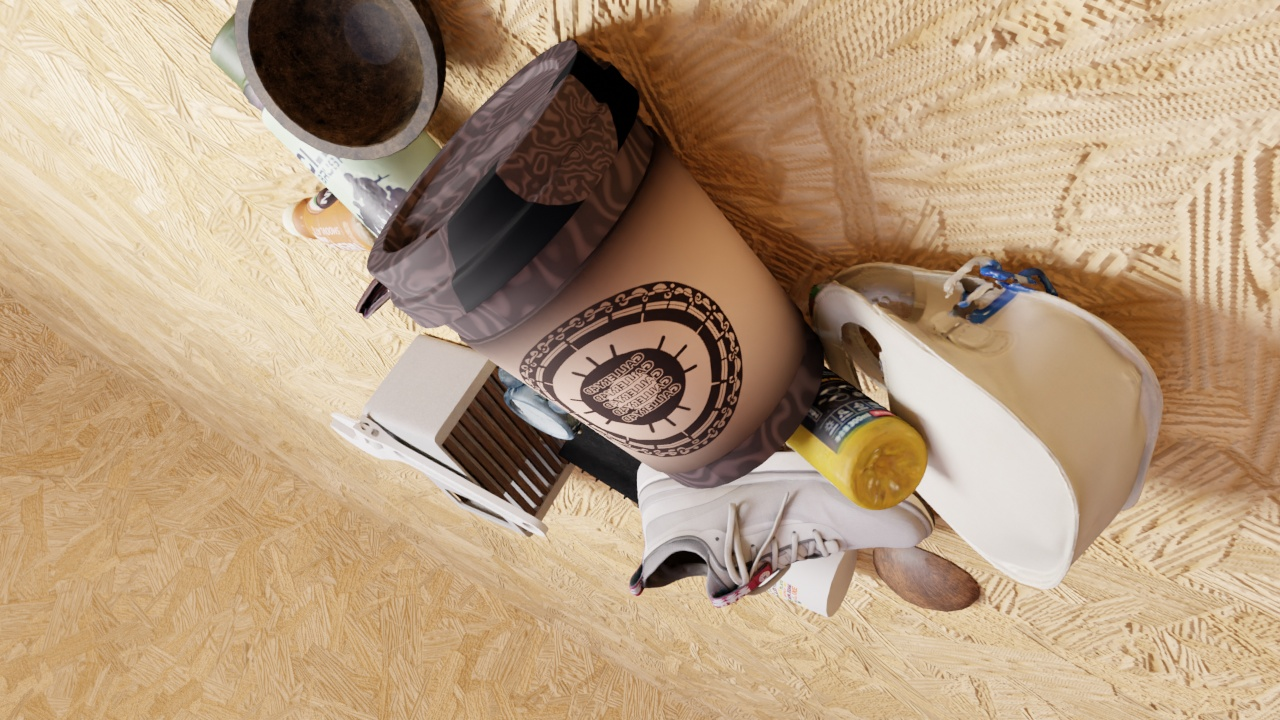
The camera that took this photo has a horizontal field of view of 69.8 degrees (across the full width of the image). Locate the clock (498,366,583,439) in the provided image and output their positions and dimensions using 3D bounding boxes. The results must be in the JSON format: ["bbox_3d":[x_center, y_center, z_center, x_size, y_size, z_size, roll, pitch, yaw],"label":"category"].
[{"bbox_3d":[-0.090,0.031,0.899,0.090,0.052,0.129,24,159,16],"label":"clock"}]

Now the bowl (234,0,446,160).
[{"bbox_3d":[-0.168,-0.187,0.543,0.121,0.056,0.121,6,126,8],"label":"bowl"}]

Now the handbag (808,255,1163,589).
[{"bbox_3d":[0.186,0.019,0.525,0.199,0.093,0.201,41,166,35],"label":"handbag"}]

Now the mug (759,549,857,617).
[{"bbox_3d":[0.158,0.190,0.905,0.090,0.073,0.105,18,127,29],"label":"mug"}]

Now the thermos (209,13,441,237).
[{"bbox_3d":[-0.181,-0.143,0.623,0.231,0.082,0.082,47,154,-13],"label":"thermos"}]

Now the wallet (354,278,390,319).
[{"bbox_3d":[-0.182,-0.080,0.738,0.031,0.099,0.120,45,154,-12],"label":"wallet"}]

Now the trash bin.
[{"bbox_3d":[-0.190,0.090,1.063,0.115,0.114,0.229,15,152,34],"label":"trash bin"}]

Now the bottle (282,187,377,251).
[{"bbox_3d":[-0.260,-0.124,0.795,0.167,0.059,0.059,7,147,45],"label":"bottle"}]

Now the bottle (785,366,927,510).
[{"bbox_3d":[0.105,0.028,0.578,0.053,0.053,0.186,45,-179,-28],"label":"bottle"}]

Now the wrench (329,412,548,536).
[{"bbox_3d":[-0.222,0.126,1.005,0.273,0.018,0.087,28,156,6],"label":"wrench"}]

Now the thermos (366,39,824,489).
[{"bbox_3d":[-0.013,-0.040,0.526,0.226,0.172,0.173,41,155,-26],"label":"thermos"}]

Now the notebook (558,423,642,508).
[{"bbox_3d":[0.020,0.142,1.033,0.231,0.019,0.169,32,155,-1],"label":"notebook"}]

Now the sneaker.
[{"bbox_3d":[0.110,0.150,0.777,0.263,0.128,0.097,0,147,23],"label":"sneaker"}]

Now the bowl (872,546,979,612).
[{"bbox_3d":[0.263,0.212,0.864,0.102,0.026,0.114,22,155,21],"label":"bowl"}]
